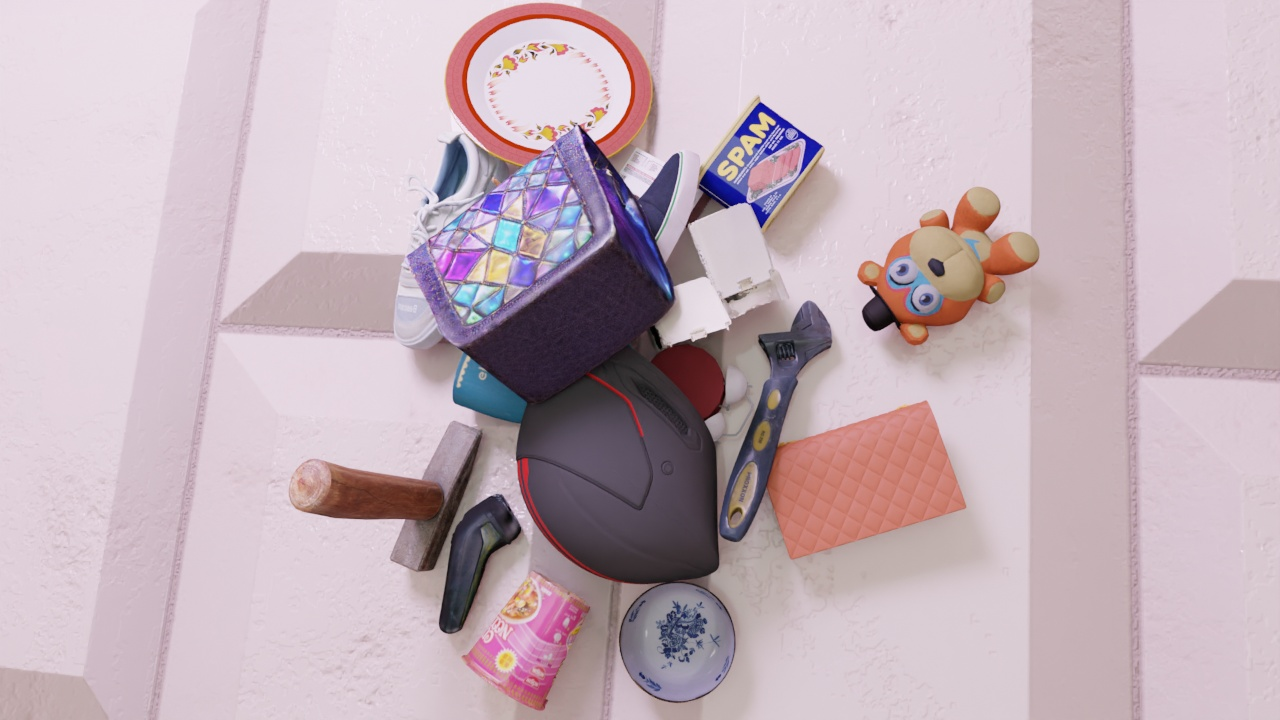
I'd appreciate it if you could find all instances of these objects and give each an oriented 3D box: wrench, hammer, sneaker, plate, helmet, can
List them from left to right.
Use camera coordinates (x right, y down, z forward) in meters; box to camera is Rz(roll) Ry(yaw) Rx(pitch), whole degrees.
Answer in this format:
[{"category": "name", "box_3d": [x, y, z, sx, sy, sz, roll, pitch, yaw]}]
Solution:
[{"category": "hammer", "box_3d": [-0.233, 0.119, 0.849, 0.037, 0.301, 0.157, 20, 83, 12]}, {"category": "sneaker", "box_3d": [-0.225, -0.134, 0.991, 0.090, 0.090, 0.242, 13, 78, 34]}, {"category": "plate", "box_3d": [-0.102, -0.304, 1.025, 0.229, 0.021, 0.229, 2, 67, -6]}, {"category": "helmet", "box_3d": [-0.024, 0.115, 0.878, 0.264, 0.165, 0.169, 46, 65, -10]}, {"category": "sneaker", "box_3d": [-0.014, -0.122, 0.939, 0.079, 0.084, 0.235, 28, 82, -13]}, {"category": "can", "box_3d": [0.126, -0.205, 0.971, 0.092, 0.056, 0.116, 37, 87, 5]}, {"category": "wrench", "box_3d": [0.130, 0.053, 0.909, 0.073, 0.022, 0.272, 15, 63, 15]}]

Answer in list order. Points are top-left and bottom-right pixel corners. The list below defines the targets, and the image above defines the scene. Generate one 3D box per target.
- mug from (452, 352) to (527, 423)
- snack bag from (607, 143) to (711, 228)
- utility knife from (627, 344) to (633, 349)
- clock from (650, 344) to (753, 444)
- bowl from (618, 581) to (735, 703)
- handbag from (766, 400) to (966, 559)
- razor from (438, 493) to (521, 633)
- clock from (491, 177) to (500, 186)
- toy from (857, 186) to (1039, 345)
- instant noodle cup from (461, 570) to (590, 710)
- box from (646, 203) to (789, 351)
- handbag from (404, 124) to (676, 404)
[{"category": "mug", "box_3d": [-0.128, 0.013, 0.972, 0.104, 0.085, 0.111, 20, 55, 5]}, {"category": "snack bag", "box_3d": [0.003, -0.204, 1.017, 0.158, 0.013, 0.057, 30, 82, 12]}, {"category": "utility knife", "box_3d": [-0.006, 0.005, 0.941, 0.022, 0.015, 0.151, -39, 43, -4]}, {"category": "clock", "box_3d": [0.055, 0.033, 0.950, 0.124, 0.044, 0.087, 29, 85, 13]}, {"category": "bowl", "box_3d": [0.038, 0.275, 0.908, 0.114, 0.045, 0.114, -2, 80, 9]}, {"category": "handbag", "box_3d": [0.213, 0.116, 0.901, 0.172, 0.060, 0.109, -19, 83, 8]}, {"category": "razor", "box_3d": [-0.170, 0.213, 0.955, 0.067, 0.054, 0.151, 17, 88, -6]}, {"category": "clock", "box_3d": [-0.105, -0.118, 0.973, 0.121, 0.073, 0.157, -6, 94, -13]}, {"category": "toy", "box_3d": [0.299, -0.088, 0.915, 0.176, 0.096, 0.112, -39, 77, 12]}, {"category": "instant noodle cup", "box_3d": [-0.107, 0.273, 0.912, 0.098, 0.098, 0.108, 29, 78, 13]}, {"category": "box", "box_3d": [0.063, -0.081, 0.880, 0.143, 0.193, 0.106, -23, 100, -1]}, {"category": "handbag", "box_3d": [-0.096, -0.096, 0.847, 0.205, 0.125, 0.222, -35, 48, 9]}]
